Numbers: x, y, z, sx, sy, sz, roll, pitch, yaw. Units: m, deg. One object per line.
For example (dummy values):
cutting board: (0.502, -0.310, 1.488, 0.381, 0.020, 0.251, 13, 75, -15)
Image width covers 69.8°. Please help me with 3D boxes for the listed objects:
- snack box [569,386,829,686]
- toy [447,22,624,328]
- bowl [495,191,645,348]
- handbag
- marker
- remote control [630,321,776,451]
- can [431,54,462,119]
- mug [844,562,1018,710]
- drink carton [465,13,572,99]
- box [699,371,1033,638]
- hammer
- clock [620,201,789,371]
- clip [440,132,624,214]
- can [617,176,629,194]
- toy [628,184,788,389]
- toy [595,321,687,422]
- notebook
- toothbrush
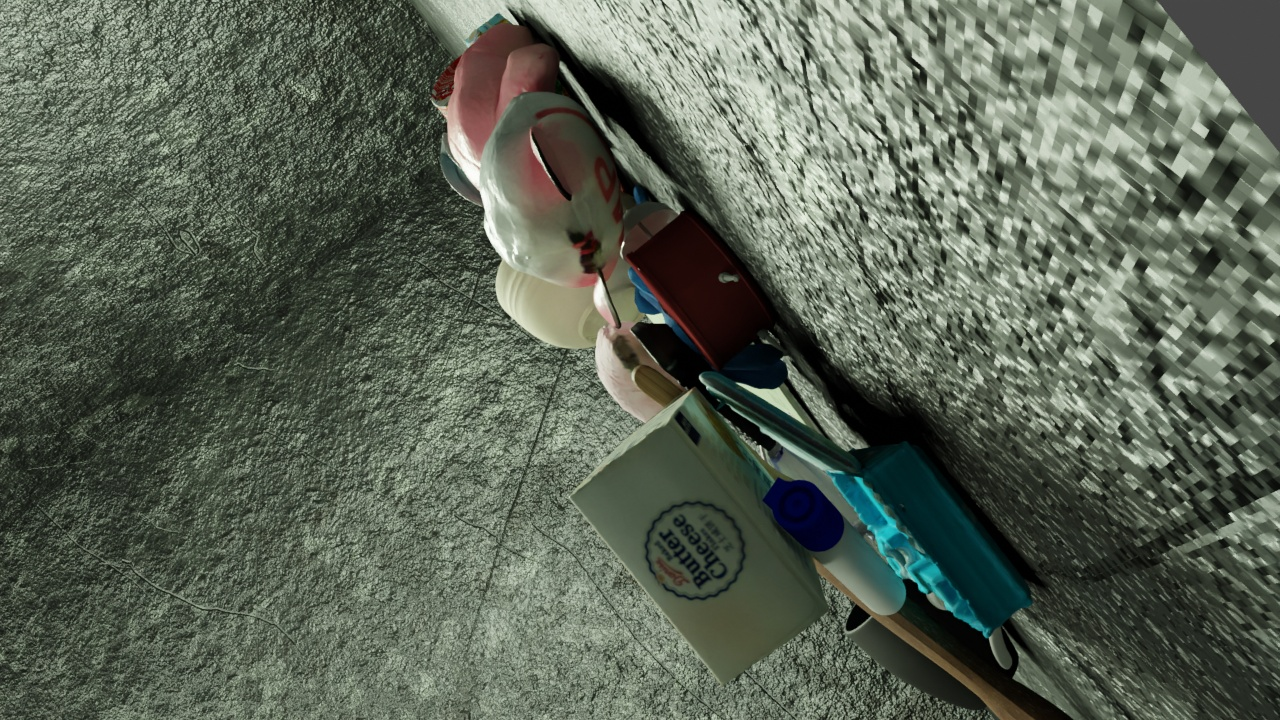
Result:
snack box: (0.034, 0.075, 0.473, 0.104, 0.057, 0.207, 50, -174, 2)
toy: (-0.067, -0.119, 0.574, 0.213, 0.084, 0.142, -121, 18, -45)
bowl: (-0.039, -0.063, 0.783, 0.075, 0.151, 0.151, 54, -177, 28)
handbag: (0.172, 0.128, 0.881, 0.126, 0.069, 0.158, 51, -179, 22)
marker: (0.098, 0.093, 0.446, 0.027, 0.023, 0.133, 28, 169, 42)
remote control: (0.049, 0.017, 0.629, 0.150, 0.022, 0.047, 38, -170, -47)
can: (-0.116, -0.213, 0.819, 0.116, 0.086, 0.086, 50, -178, -42)
mug: (0.215, 0.187, 0.639, 0.100, 0.084, 0.119, 39, 150, 8)
drink carton: (-0.077, -0.196, 0.679, 0.129, 0.038, 0.044, 48, -177, -39)
box: (0.119, 0.064, 0.527, 0.185, 0.056, 0.227, 43, 180, 9)
hammer: (0.169, 0.161, 0.516, 0.323, 0.033, 0.115, 36, 177, 41)
clock: (0.032, -0.049, 0.571, 0.096, 0.048, 0.137, 50, -178, -38)
clip: (-0.100, -0.125, 0.695, 0.163, 0.107, 0.028, 34, 133, 19)
can: (-0.047, -0.145, 0.801, 0.063, 0.063, 0.114, 52, -178, 28)
toy: (0.037, -0.037, 0.688, 0.176, 0.071, 0.113, 52, 171, 28)
toy: (-0.004, 0.004, 0.656, 0.099, 0.053, 0.096, 53, 179, -30)
notebook: (0.066, -0.013, 0.877, 0.182, 0.010, 0.252, 48, 173, -39)
toothbrush: (0.060, 0.054, 0.599, 0.167, 0.016, 0.016, 37, 180, -18)
